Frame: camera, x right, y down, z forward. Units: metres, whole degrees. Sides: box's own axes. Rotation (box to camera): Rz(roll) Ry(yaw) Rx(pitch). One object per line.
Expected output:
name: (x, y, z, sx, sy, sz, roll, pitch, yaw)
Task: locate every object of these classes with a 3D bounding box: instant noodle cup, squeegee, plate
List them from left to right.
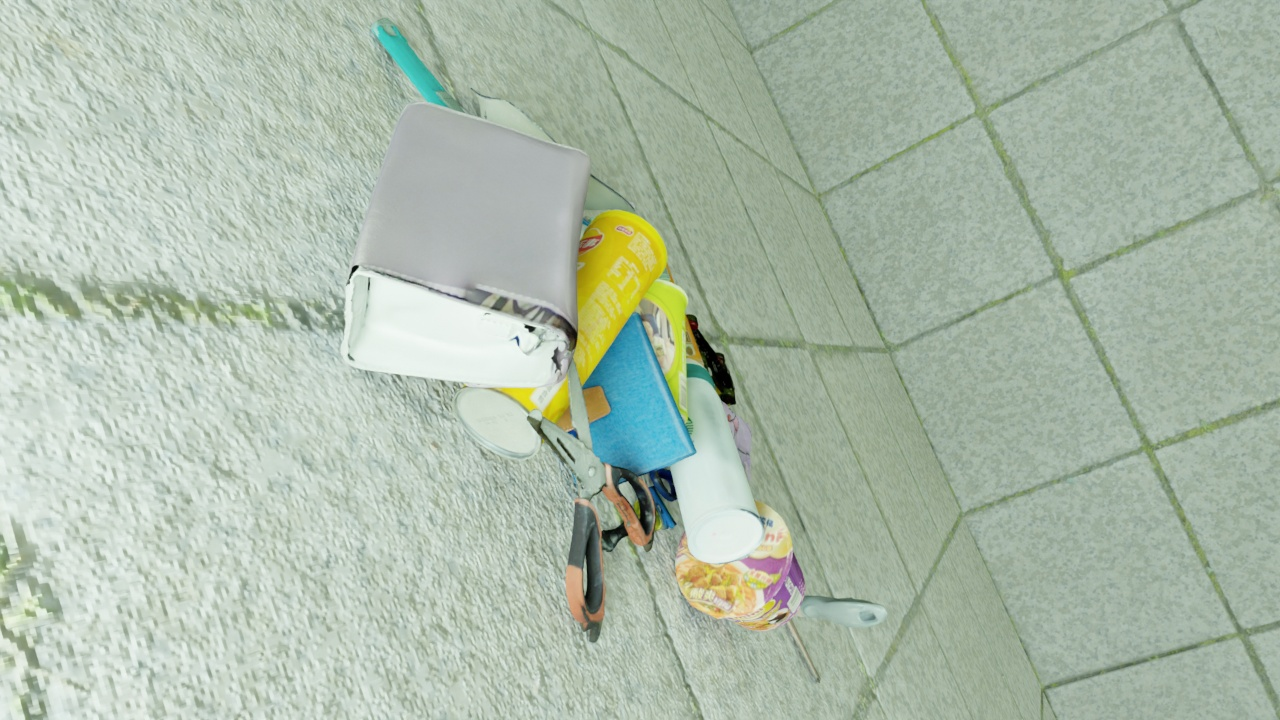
plate: (-0.090, -0.186, 0.861, 0.163, 0.034, 0.164, 37, 2, -32)
instant noodle cup: (-0.005, 0.005, 0.834, 0.111, 0.112, 0.123, 30, 48, -55)
instant noodle cup: (0.100, 0.198, 0.857, 0.099, 0.112, 0.111, 52, 23, -51)
squeegee: (0.168, 0.241, 0.917, 0.247, 0.040, 0.250, 64, -18, 0)

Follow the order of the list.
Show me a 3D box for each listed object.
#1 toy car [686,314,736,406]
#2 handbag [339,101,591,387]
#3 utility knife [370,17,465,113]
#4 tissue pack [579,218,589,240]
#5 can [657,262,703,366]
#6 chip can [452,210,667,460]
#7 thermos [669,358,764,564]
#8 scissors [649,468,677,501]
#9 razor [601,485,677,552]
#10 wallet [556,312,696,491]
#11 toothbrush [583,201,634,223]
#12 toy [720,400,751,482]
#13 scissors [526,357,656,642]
toy car: (0.072, 0.005, 1.082, 0.156, 0.041, 0.071, 45, 28, -49)
handbag: (-0.111, -0.076, 0.622, 0.145, 0.099, 0.196, 9, 44, -9)
utility knife: (-0.159, -0.210, 0.747, 0.029, 0.013, 0.223, -18, 64, -47)
tissue pack: (-0.051, -0.088, 0.888, 0.157, 0.052, 0.094, 32, 38, -54)
can: (0.021, -0.043, 0.997, 0.058, 0.058, 0.146, 18, 50, -61)
chip can: (-0.053, -0.025, 0.685, 0.072, 0.072, 0.212, 54, 46, -25)
thermos: (0.054, 0.082, 0.859, 0.073, 0.073, 0.224, 48, 17, -35)
scissors: (0.034, 0.105, 0.907, 0.162, 0.012, 0.173, 65, 13, 18)
razor: (-0.008, 0.140, 0.773, 0.042, 0.022, 0.142, 57, 19, 9)
wallet: (-0.026, 0.035, 0.757, 0.040, 0.106, 0.133, 108, -39, -72)
toothbrush: (-0.035, -0.168, 1.063, 0.188, 0.029, 0.021, -49, 152, -69)
toy: (0.099, 0.084, 1.061, 0.108, 0.039, 0.083, 46, 34, -41)
scissors: (-0.032, 0.097, 0.662, 0.188, 0.015, 0.227, -7, 99, -64)
